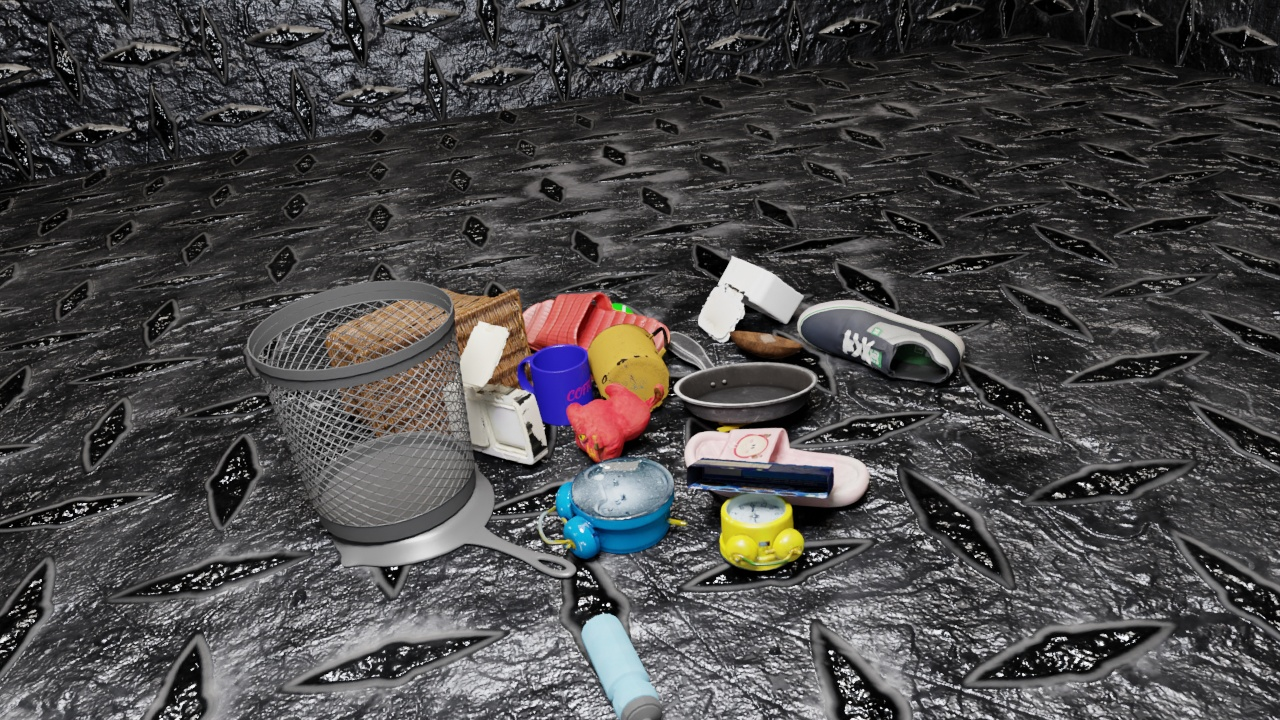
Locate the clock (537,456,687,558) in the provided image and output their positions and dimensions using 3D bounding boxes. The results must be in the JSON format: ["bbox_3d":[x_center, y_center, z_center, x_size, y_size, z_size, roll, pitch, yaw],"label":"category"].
[{"bbox_3d":[-0.036,0.166,1.028,0.161,0.060,0.116,-11,30,-7],"label":"clock"}]

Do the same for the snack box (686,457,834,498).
[{"bbox_3d":[0.131,0.126,0.994,0.150,0.027,0.082,3,0,17],"label":"snack box"}]

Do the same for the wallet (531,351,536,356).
[{"bbox_3d":[-0.123,-0.005,1.403,0.120,0.013,0.087,-23,33,-25],"label":"wallet"}]

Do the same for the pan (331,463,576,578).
[{"bbox_3d":[-0.220,0.185,1.063,0.355,0.024,0.215,14,34,31],"label":"pan"}]

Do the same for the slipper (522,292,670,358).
[{"bbox_3d":[-0.077,-0.052,1.363,0.249,0.059,0.103,9,65,24],"label":"slipper"}]

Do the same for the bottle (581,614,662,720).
[{"bbox_3d":[-0.016,0.284,0.826,0.040,0.040,0.130,-15,30,-16],"label":"bottle"}]

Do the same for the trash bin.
[{"bbox_3d":[-0.301,0.057,1.044,0.218,0.228,0.217,-5,28,2],"label":"trash bin"}]

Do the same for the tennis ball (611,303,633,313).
[{"bbox_3d":[-0.039,-0.056,1.428,0.065,0.065,0.065,-4,29,2],"label":"tennis ball"}]

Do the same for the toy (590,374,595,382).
[{"bbox_3d":[-0.109,0.015,1.338,0.112,0.030,0.049,8,19,7],"label":"toy"}]

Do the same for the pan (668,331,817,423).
[{"bbox_3d":[0.106,0.016,1.285,0.187,0.055,0.357,-12,16,-20],"label":"pan"}]

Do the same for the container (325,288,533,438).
[{"bbox_3d":[-0.305,0.000,1.285,0.249,0.162,0.183,-27,31,-35],"label":"container"}]

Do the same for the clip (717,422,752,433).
[{"bbox_3d":[0.118,0.085,1.179,0.054,0.045,0.049,-17,55,-17],"label":"clip"}]

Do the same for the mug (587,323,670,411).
[{"bbox_3d":[-0.007,0.007,1.256,0.124,0.100,0.094,-43,31,10],"label":"mug"}]

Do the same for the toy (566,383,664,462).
[{"bbox_3d":[-0.019,0.083,1.150,0.133,0.088,0.094,-30,31,0],"label":"toy"}]

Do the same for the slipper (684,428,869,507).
[{"bbox_3d":[0.156,0.123,1.075,0.222,0.056,0.106,9,34,24],"label":"slipper"}]

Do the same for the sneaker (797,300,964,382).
[{"bbox_3d":[0.324,-0.022,1.285,0.236,0.084,0.078,15,35,27],"label":"sneaker"}]

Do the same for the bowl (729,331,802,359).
[{"bbox_3d":[0.182,-0.020,1.347,0.101,0.026,0.114,3,11,-26],"label":"bowl"}]

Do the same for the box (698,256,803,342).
[{"bbox_3d":[0.162,-0.080,1.443,0.121,0.136,0.109,27,2,-42],"label":"box"}]

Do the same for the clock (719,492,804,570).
[{"bbox_3d":[0.126,0.185,0.962,0.083,0.057,0.118,-6,22,-2],"label":"clock"}]

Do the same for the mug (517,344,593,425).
[{"bbox_3d":[-0.121,0.030,1.265,0.111,0.084,0.079,10,32,27],"label":"mug"}]

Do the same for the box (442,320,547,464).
[{"bbox_3d":[-0.206,0.046,1.142,0.144,0.186,0.070,8,31,36],"label":"box"}]
